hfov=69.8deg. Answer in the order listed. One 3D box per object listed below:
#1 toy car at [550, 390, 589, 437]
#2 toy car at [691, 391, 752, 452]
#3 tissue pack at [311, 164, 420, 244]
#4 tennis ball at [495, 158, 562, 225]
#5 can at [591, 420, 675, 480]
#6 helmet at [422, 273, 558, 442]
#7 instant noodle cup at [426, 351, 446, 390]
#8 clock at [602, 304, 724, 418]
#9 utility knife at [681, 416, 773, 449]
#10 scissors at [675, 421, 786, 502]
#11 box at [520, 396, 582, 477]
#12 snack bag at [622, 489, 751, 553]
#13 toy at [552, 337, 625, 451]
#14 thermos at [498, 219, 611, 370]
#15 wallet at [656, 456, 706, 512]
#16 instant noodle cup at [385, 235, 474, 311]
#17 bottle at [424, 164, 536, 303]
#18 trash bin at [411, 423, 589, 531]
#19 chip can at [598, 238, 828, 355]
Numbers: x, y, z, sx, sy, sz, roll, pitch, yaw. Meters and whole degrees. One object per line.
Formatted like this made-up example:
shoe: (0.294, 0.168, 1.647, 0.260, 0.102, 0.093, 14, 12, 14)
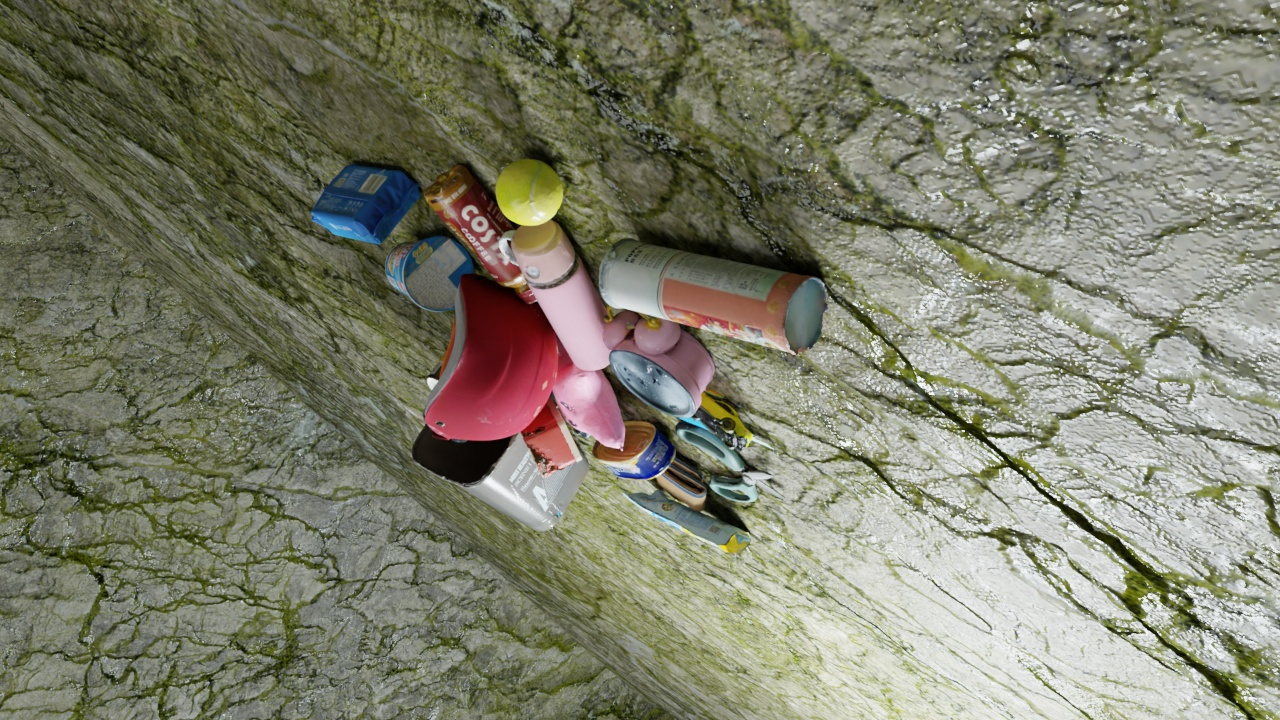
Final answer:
toy car: (-0.102, 0.076, 1.385, 0.090, 0.034, 0.043, 49, 163, 8)
toy car: (0.091, 0.066, 1.094, 0.105, 0.032, 0.048, 38, 160, 29)
tissue pack: (-0.346, -0.196, 1.150, 0.157, 0.094, 0.052, 16, 155, 41)
tennis ball: (-0.109, -0.165, 0.903, 0.065, 0.065, 0.066, 31, 156, 15)
can: (-0.011, 0.128, 1.302, 0.049, 0.074, 0.148, 44, 157, -21)
helmet: (-0.179, 0.008, 1.158, 0.144, 0.207, 0.240, 13, 173, -8)
instant noodle cup: (-0.251, 0.015, 1.383, 0.118, 0.114, 0.119, 31, 156, 16)
clock: (0.017, -0.006, 1.031, 0.117, 0.059, 0.158, 5, 143, 53)
utility knife: (0.086, 0.077, 1.138, 0.179, 0.018, 0.034, 22, 167, 30)
scissors: (0.107, 0.136, 1.220, 0.179, 0.019, 0.171, 42, 158, -9)
box: (-0.152, 0.092, 1.310, 0.168, 0.077, 0.091, 52, 166, 57)
snack bag: (0.070, 0.241, 1.408, 0.191, 0.039, 0.110, 21, -168, 30)
toy: (-0.072, 0.049, 1.226, 0.178, 0.074, 0.195, 49, 167, 28)
thermos: (-0.092, -0.074, 1.042, 0.087, 0.067, 0.199, 7, 146, 29)
wallet: (0.060, 0.180, 1.343, 0.090, 0.033, 0.115, 33, 162, 16)
instant noodle cup: (-0.289, -0.119, 1.223, 0.110, 0.099, 0.099, 16, 150, 53)
bottle: (-0.169, -0.139, 1.048, 0.058, 0.057, 0.175, 5, 141, 52)
trash bin: (-0.216, 0.157, 1.520, 0.199, 0.198, 0.220, 16, 156, 41)
chip can: (0.063, -0.062, 0.844, 0.215, 0.071, 0.071, 17, 150, 39)
